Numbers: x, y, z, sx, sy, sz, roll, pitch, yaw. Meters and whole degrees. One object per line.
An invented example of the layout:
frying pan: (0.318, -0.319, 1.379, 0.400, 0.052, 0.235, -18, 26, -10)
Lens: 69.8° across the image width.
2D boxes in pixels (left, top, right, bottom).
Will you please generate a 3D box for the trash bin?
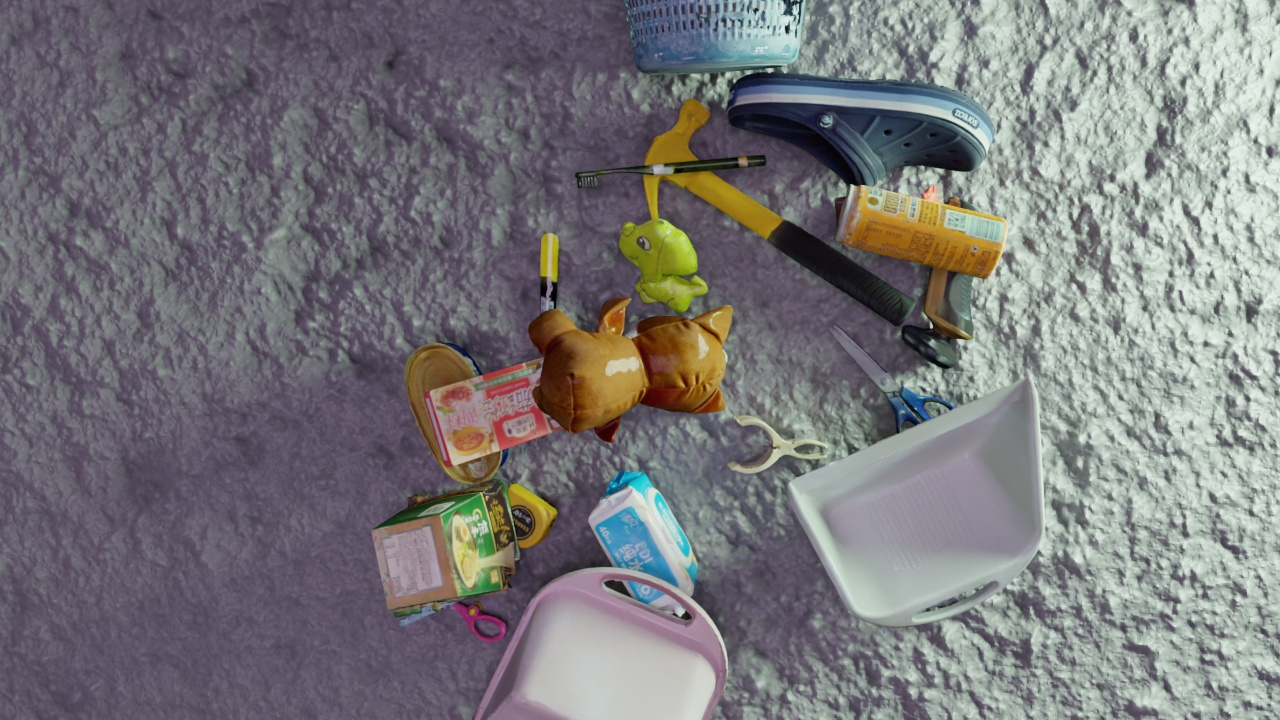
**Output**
trash bin: (0.064, -0.361, 0.823, 0.226, 0.226, 0.195, -2, 106, 4)

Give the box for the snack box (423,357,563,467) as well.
snack box: (-0.129, 0.046, 0.898, 0.152, 0.026, 0.075, -17, 90, -30)

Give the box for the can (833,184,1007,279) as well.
can: (0.258, -0.120, 0.848, 0.146, 0.058, 0.058, 15, 94, 6)

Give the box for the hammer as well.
hammer: (0.133, -0.127, 0.900, 0.301, 0.033, 0.129, 33, 96, 5)

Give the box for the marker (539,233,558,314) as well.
marker: (-0.093, -0.067, 0.935, 0.018, 0.015, 0.124, 3, 96, 4)

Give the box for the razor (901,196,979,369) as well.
razor: (0.298, -0.077, 0.895, 0.068, 0.062, 0.167, 10, 88, 34)

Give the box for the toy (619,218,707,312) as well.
toy: (0.023, -0.095, 0.900, 0.097, 0.031, 0.100, 17, 132, 4)

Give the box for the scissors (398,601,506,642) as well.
scissors: (-0.195, 0.242, 0.959, 0.133, 0.017, 0.125, 22, 96, 6)

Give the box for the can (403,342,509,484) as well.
can: (-0.185, 0.052, 0.929, 0.074, 0.049, 0.148, -25, 92, 5)

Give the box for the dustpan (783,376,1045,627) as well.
dustpan: (0.270, 0.156, 0.838, 0.223, 0.258, 0.142, -25, 68, 4)

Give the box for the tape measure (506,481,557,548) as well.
tape measure: (-0.118, 0.162, 0.941, 0.060, 0.029, 0.057, 30, 98, 17)

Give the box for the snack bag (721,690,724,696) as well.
snack bag: (0.041, 0.312, 0.942, 0.045, 0.026, 0.105, -34, 93, 2)

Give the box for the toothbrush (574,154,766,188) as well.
toothbrush: (0.028, -0.183, 0.889, 0.186, 0.012, 0.017, -4, 97, 7)

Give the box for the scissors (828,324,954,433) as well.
scissors: (0.259, 0.020, 0.919, 0.105, 0.012, 0.175, -20, 91, 6)

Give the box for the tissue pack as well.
tissue pack: (0.007, 0.179, 0.904, 0.063, 0.090, 0.140, -30, 91, 9)

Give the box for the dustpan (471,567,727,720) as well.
dustpan: (-0.031, 0.324, 0.905, 0.222, 0.274, 0.138, 24, 54, -1)

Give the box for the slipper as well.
slipper: (0.204, -0.210, 0.861, 0.253, 0.105, 0.095, 11, 93, 3)

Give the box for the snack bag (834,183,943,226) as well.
snack bag: (0.243, -0.144, 0.895, 0.104, 0.026, 0.048, -7, 89, 23)

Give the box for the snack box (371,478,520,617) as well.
snack box: (-0.194, 0.184, 0.894, 0.118, 0.105, 0.117, -15, 84, 16)

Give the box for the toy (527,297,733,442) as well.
toy: (-0.005, 0.005, 0.879, 0.199, 0.130, 0.140, -7, 127, -14)

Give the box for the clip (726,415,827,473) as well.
clip: (0.130, 0.076, 0.919, 0.101, 0.035, 0.096, -21, 93, 0)
